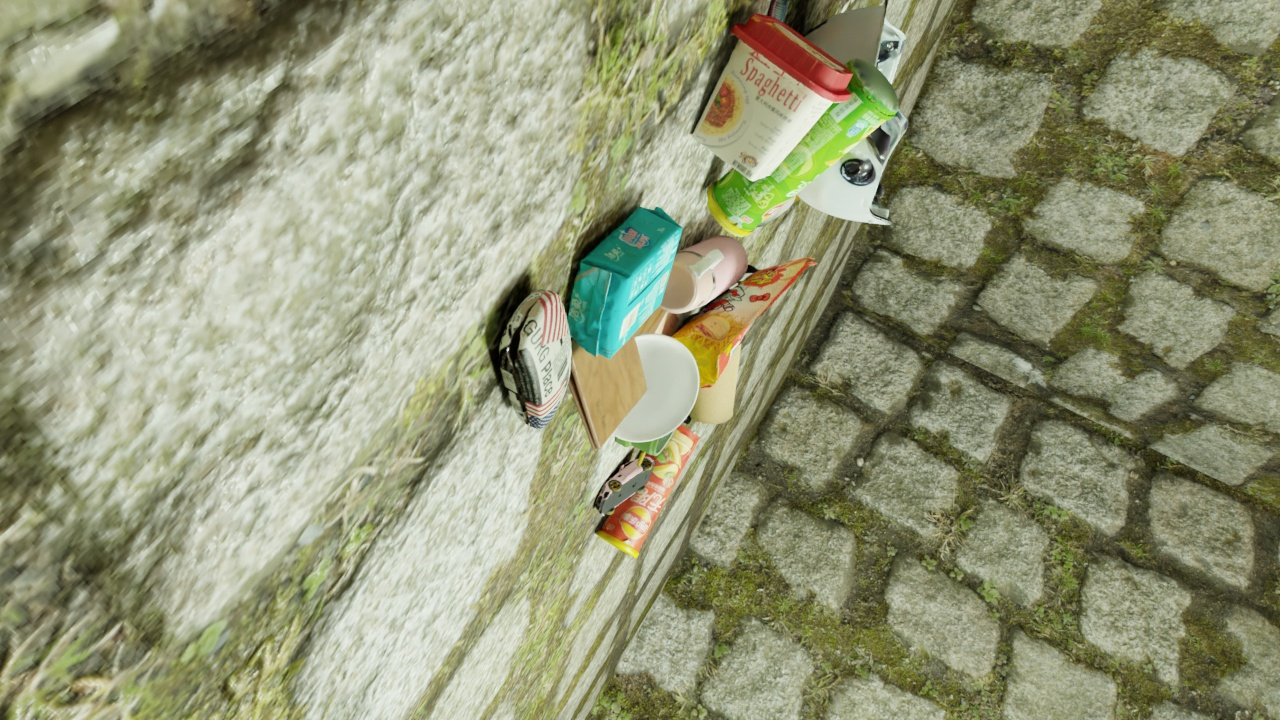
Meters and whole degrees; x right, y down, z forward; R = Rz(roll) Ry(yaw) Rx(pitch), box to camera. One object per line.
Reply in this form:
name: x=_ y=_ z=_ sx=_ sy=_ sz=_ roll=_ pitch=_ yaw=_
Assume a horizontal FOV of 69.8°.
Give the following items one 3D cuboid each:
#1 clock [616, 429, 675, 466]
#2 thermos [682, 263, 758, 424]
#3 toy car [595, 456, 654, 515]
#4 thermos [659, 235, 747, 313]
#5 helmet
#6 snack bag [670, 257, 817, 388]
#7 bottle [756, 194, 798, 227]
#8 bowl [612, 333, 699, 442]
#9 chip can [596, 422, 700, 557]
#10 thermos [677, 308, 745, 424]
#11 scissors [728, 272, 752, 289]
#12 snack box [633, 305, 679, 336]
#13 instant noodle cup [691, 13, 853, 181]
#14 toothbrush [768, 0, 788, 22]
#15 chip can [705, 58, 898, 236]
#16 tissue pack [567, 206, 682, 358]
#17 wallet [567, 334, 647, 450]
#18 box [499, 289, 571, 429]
clock: x=0.022 y=0.060 z=1.207 sx=0.115 sy=0.056 sz=0.162 roll=-54 pitch=165 yaw=-38
thermos: x=0.098 y=-0.028 z=1.343 sx=0.242 sy=0.068 sz=0.090 roll=-60 pitch=-162 yaw=-5
toy car: x=-0.024 y=0.177 z=1.320 sx=0.122 sy=0.037 sz=0.056 roll=-30 pitch=144 yaw=-46
thermos: x=0.074 y=-0.104 z=1.034 sx=0.087 sy=0.067 sz=0.198 roll=-39 pitch=177 yaw=23
helmet: x=0.228 y=-0.289 z=1.082 sx=0.259 sy=0.146 sz=0.228 roll=59 pitch=40 yaw=-55
snack bag: x=0.115 y=-0.055 z=1.095 sx=0.207 sy=0.073 sz=0.129 roll=-45 pitch=-165 yaw=-35
bottle: x=0.167 y=-0.220 z=1.181 sx=0.189 sy=0.068 sz=0.068 roll=-41 pitch=155 yaw=-60
bowl: x=-0.004 y=0.019 z=0.964 sx=0.118 sy=0.118 sz=0.065 roll=-65 pitch=-155 yaw=10
chip can: x=0.013 y=0.194 z=1.424 sx=0.216 sy=0.073 sz=0.073 roll=-61 pitch=168 yaw=-14
thermos: x=0.096 y=0.010 z=1.248 sx=0.092 sy=0.093 sz=0.143 roll=-45 pitch=139 yaw=-54
scissors: x=0.108 y=-0.105 z=1.225 sx=0.162 sy=0.014 sz=0.165 roll=-47 pitch=151 yaw=-23
snack box: x=-0.006 y=0.006 z=1.050 sx=0.157 sy=0.026 sz=0.084 roll=-62 pitch=167 yaw=-6
instant noodle cup: x=0.120 y=-0.244 z=0.867 sx=0.124 sy=0.116 sz=0.116 roll=-56 pitch=171 yaw=26
toothbrush: x=0.129 y=-0.301 z=0.973 sx=0.016 sy=0.017 sz=0.188 roll=-53 pitch=164 yaw=-36
chip can: x=0.168 y=-0.222 z=0.967 sx=0.222 sy=0.072 sz=0.072 roll=-38 pitch=-175 yaw=37
tissue pack: x=-0.013 y=-0.071 z=0.806 sx=0.133 sy=0.050 sz=0.093 roll=-49 pitch=160 yaw=-49
wallet: x=-0.033 y=0.012 z=0.869 sx=0.101 sy=0.020 sz=0.115 roll=-51 pitch=134 yaw=-42
box: x=-0.082 y=0.000 z=0.716 sx=0.068 sy=0.051 sz=0.164 roll=-46 pitch=160 yaw=-23
